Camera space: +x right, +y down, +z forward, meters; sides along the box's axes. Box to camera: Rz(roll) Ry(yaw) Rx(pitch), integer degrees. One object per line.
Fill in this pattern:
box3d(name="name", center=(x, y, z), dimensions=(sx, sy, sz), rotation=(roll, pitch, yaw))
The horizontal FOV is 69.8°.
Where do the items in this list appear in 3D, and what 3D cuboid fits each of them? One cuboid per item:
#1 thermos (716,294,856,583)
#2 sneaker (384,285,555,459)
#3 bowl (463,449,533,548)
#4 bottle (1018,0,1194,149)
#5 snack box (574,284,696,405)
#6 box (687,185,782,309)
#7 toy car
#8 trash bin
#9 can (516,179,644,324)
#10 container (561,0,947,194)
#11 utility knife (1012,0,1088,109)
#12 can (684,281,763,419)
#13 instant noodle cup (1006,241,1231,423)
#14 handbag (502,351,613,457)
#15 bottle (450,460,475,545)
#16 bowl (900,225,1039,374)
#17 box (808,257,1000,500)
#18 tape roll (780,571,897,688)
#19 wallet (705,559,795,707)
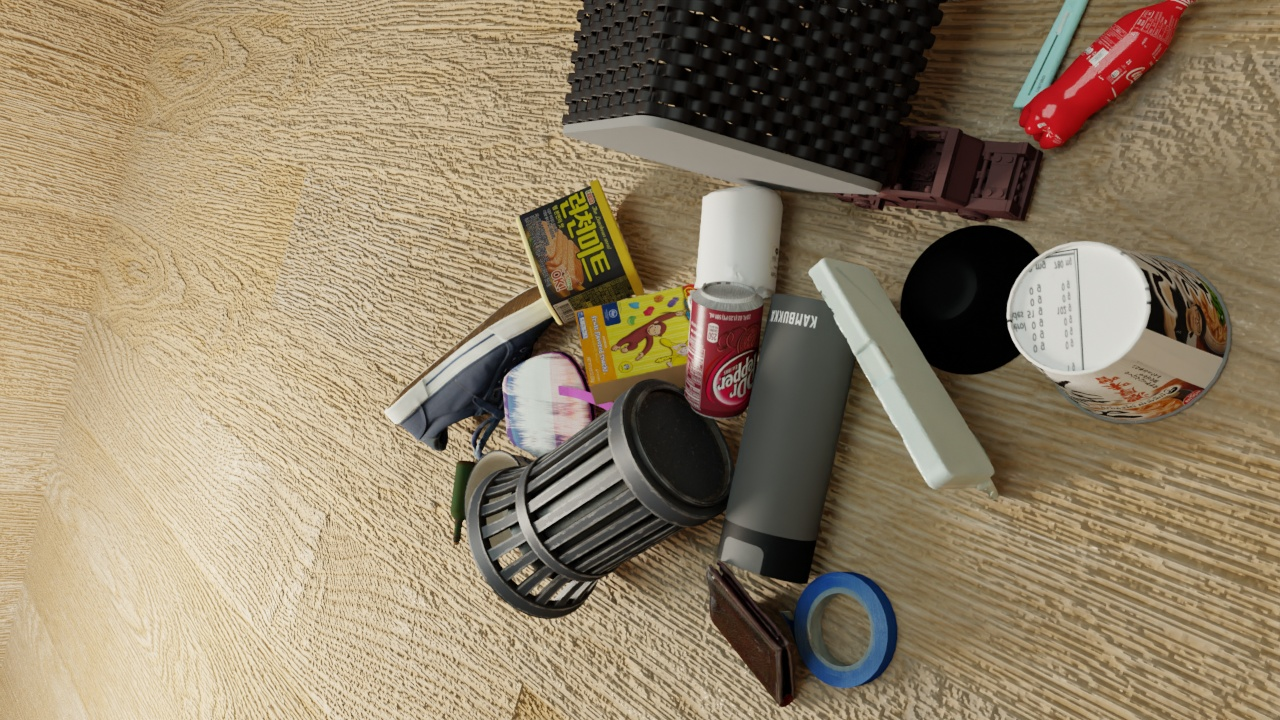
box3d(name="thermos", center=(0.131, 0.068, 0.802), dimensions=(0.082, 0.082, 0.240), rotation=(12, 91, 44))
box3d(name="sneaker", center=(-0.174, 0.021, 1.112), dimensions=(0.295, 0.127, 0.120), rotation=(-38, 14, 23))
box3d(name="bowl", center=(-0.146, 0.163, 1.061), dimensions=(0.116, 0.059, 0.115), rotation=(-10, 75, 42))
box3d(name="bottle", center=(0.348, -0.218, 0.680), dimensions=(0.142, 0.041, 0.042), rotation=(-45, 54, 27))
box3d(name="snack box", center=(0.006, -0.017, 0.910), dimensions=(0.126, 0.040, 0.088), rotation=(-13, 59, 0))
box3d(name="box", center=(0.088, -0.085, 0.878), dimensions=(0.092, 0.081, 0.161), rotation=(1, 84, 20))
box3d(name="toy car", center=(0.234, -0.157, 0.762), dimensions=(0.170, 0.061, 0.070), rotation=(17, 93, 44))
box3d(name="trash bin", center=(-0.034, 0.130, 0.884), dimensions=(0.228, 0.164, 0.164), rotation=(-37, 59, 35))
box3d(name="can", center=(-0.067, -0.117, 1.003), dimensions=(0.101, 0.072, 0.130), rotation=(-22, 62, 2))
box3d(name="container", center=(0.088, -0.287, 0.769), dimensions=(0.247, 0.245, 0.244), rotation=(27, 106, 65))
box3d(name="utility knife", center=(0.340, -0.276, 0.722), dimensions=(0.022, 0.015, 0.168), rotation=(30, 100, 44))
box3d(name="can", center=(0.074, -0.009, 0.823), dimensions=(0.063, 0.063, 0.114), rotation=(28, 125, 43))
box3d(name="instant noodle cup", center=(0.314, -0.025, 0.619), dimensions=(0.124, 0.121, 0.123), rotation=(-10, 75, 42))
box3d(name="handbag", center=(-0.065, 0.063, 1.001), dimensions=(0.170, 0.067, 0.145), rotation=(14, 117, 35))
box3d(name="bottle", center=(-0.226, 0.180, 1.158), dimensions=(0.025, 0.025, 0.106), rotation=(1, 83, 44))
box3d(name="bowl", center=(0.252, -0.054, 0.731), dimensions=(0.124, 0.052, 0.124), rotation=(-10, 75, 42))
box3d(name="box", center=(0.209, 0.012, 0.703), dimensions=(0.043, 0.135, 0.197), rotation=(-38, 58, 27))
box3d(name="tape roll", center=(0.172, 0.227, 0.777), dimensions=(0.093, 0.016, 0.091), rotation=(-47, 53, 27))
box3d(name="wallet", center=(0.095, 0.237, 0.793), dimensions=(0.031, 0.120, 0.099), rotation=(-31, 51, -16))
